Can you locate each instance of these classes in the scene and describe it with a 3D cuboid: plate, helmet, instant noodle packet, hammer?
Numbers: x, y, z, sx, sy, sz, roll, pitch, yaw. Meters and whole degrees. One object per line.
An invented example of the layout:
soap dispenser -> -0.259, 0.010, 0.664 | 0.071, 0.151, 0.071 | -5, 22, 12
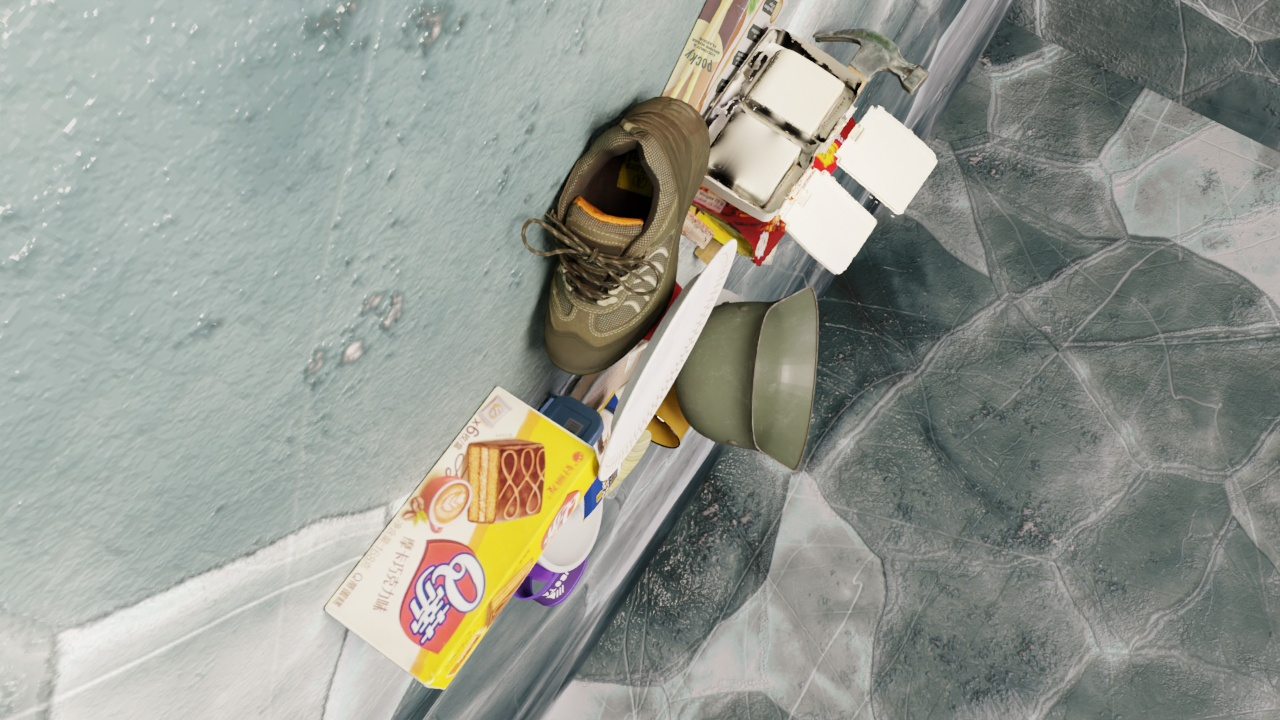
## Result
plate -> 0.020, -0.002, 0.817 | 0.242, 0.016, 0.243 | -59, 172, -14
helmet -> 0.124, 0.016, 1.132 | 0.267, 0.154, 0.227 | -3, 98, -72
instant noodle packet -> -0.047, 0.108, 1.024 | 0.086, 0.026, 0.134 | -54, 153, -43
hammer -> 0.179, -0.247, 1.095 | 0.331, 0.132, 0.033 | -50, 171, 15
plate -> -0.067, 0.143, 1.178 | 0.184, 0.036, 0.185 | -39, 161, -16

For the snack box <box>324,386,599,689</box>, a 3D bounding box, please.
snack box -> -0.141, 0.147, 0.771 | 0.229, 0.110, 0.062 | -54, 166, -17

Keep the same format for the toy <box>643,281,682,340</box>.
toy -> -0.010, -0.066, 0.921 | 0.088, 0.094, 0.132 | -34, 152, 27

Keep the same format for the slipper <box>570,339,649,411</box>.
slipper -> -0.006, 0.006, 1.087 | 0.262, 0.052, 0.115 | -43, 162, -50

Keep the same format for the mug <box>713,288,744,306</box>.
mug -> 0.096, -0.045, 1.263 | 0.115, 0.094, 0.068 | -38, 156, -38

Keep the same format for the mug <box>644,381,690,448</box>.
mug -> 0.034, 0.046, 1.234 | 0.094, 0.100, 0.124 | -55, 163, -22

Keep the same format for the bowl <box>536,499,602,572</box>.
bowl -> -0.099, 0.161, 1.032 | 0.149, 0.043, 0.149 | 7, 82, -59

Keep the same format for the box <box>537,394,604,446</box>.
box -> -0.118, 0.132, 0.917 | 0.208, 0.073, 0.086 | -52, 171, -22

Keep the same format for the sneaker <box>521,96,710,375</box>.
sneaker -> -0.025, -0.077, 0.689 | 0.238, 0.101, 0.142 | -68, 169, 24

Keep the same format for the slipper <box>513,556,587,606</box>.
slipper -> -0.107, 0.257, 1.144 | 0.107, 0.084, 0.266 | -43, 162, -3

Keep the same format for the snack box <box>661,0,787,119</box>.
snack box -> 0.076, -0.271, 0.768 | 0.186, 0.031, 0.100 | -62, 167, 21

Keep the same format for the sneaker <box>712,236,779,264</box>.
sneaker -> 0.140, -0.230, 1.037 | 0.087, 0.079, 0.235 | -40, 143, -85

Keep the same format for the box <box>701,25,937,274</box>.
box -> 0.142, -0.172, 0.775 | 0.144, 0.187, 0.058 | -53, -177, -4

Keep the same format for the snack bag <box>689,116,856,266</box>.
snack bag -> 0.138, -0.215, 0.966 | 0.207, 0.139, 0.067 | -54, -162, -11

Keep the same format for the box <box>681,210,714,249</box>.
box -> 0.023, -0.128, 0.866 | 0.071, 0.056, 0.187 | -27, 172, 13
